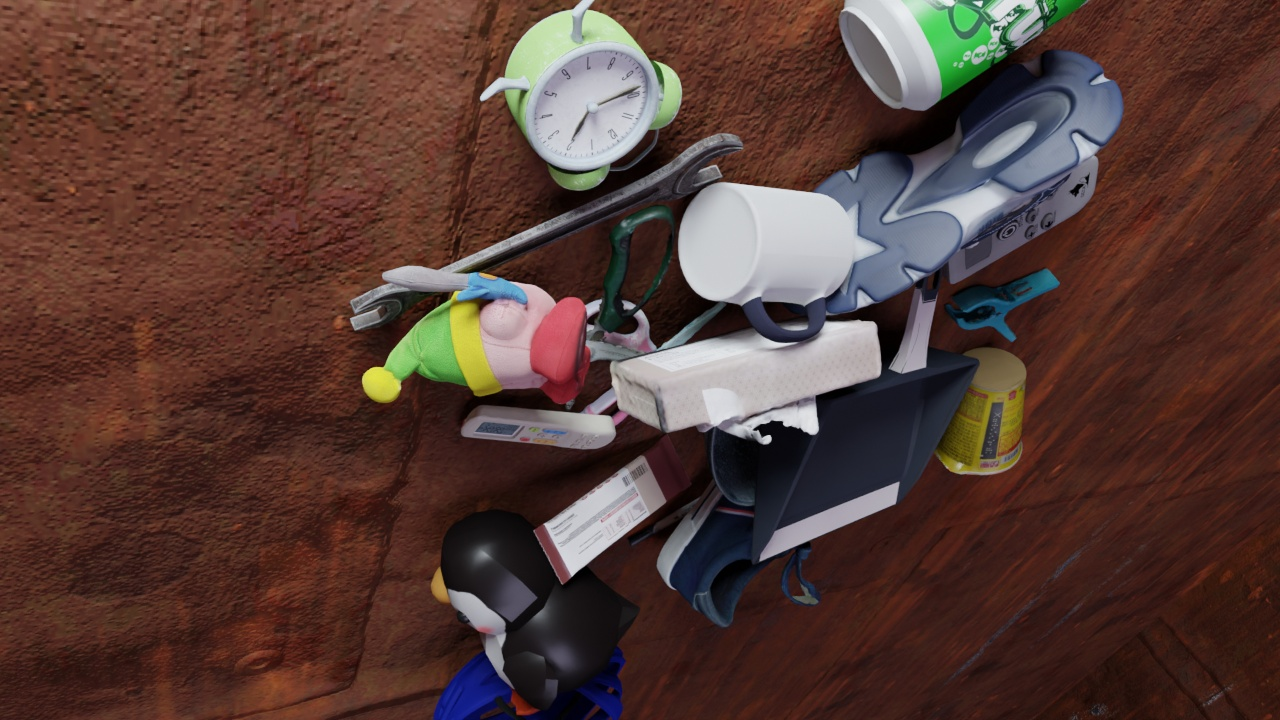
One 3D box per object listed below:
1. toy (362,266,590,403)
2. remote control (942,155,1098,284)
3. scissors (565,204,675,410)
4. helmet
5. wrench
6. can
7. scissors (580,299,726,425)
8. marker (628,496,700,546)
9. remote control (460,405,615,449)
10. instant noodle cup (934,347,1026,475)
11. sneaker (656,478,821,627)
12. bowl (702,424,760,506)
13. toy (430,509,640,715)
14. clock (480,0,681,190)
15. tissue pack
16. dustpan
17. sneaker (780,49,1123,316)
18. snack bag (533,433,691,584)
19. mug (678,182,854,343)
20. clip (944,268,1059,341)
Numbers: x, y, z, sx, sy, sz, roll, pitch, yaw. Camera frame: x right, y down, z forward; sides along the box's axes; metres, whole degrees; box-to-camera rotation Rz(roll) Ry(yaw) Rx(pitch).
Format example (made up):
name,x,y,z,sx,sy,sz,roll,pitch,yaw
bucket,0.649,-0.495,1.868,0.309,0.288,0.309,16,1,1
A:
name,x,y,z,sx,sy,sz,roll,pitch,yaw
toy,-0.101,-0.008,0.572,0.131,0.096,0.124,16,165,3
remote control,0.334,-0.127,0.808,0.151,0.019,0.074,-30,143,1
scissors,-0.051,-0.035,0.644,0.201,0.015,0.206,8,131,-32
helmet,-0.099,0.390,0.950,0.241,0.227,0.148,-7,128,-26
wrench,-0.060,-0.081,0.587,0.273,0.010,0.070,-25,170,-5
can,0.198,-0.221,0.552,0.140,0.087,0.088,-33,143,5
scissors,-0.005,0.000,0.735,0.171,0.013,0.177,-38,142,13
marker,0.054,0.152,0.955,0.152,0.011,0.011,-31,143,1
remote control,-0.079,0.053,0.725,0.125,0.018,0.038,8,149,-27
instant noodle cup,0.368,0.048,0.985,0.100,0.100,0.113,-19,132,-15
sneaker,0.144,0.144,0.897,0.120,0.127,0.295,22,107,-47
bowl,0.091,0.054,0.811,0.136,0.057,0.137,-14,111,-39
toy,-0.098,0.203,0.813,0.140,0.158,0.184,-25,126,11
clock,-0.029,-0.149,0.522,0.094,0.042,0.119,-37,142,11
tissue pack,0.080,0.016,0.673,0.181,0.104,0.071,-11,103,-22
dustpan,0.216,0.042,0.823,0.235,0.080,0.273,-11,110,-40
sneaker,0.229,-0.113,0.702,0.270,0.103,0.132,-34,160,16
snack bag,-0.021,0.129,0.811,0.157,0.013,0.057,-34,104,-30
mug,0.092,-0.065,0.637,0.096,0.111,0.079,-3,162,-39
clip,0.345,-0.047,0.907,0.116,0.026,0.097,-4,134,-31
